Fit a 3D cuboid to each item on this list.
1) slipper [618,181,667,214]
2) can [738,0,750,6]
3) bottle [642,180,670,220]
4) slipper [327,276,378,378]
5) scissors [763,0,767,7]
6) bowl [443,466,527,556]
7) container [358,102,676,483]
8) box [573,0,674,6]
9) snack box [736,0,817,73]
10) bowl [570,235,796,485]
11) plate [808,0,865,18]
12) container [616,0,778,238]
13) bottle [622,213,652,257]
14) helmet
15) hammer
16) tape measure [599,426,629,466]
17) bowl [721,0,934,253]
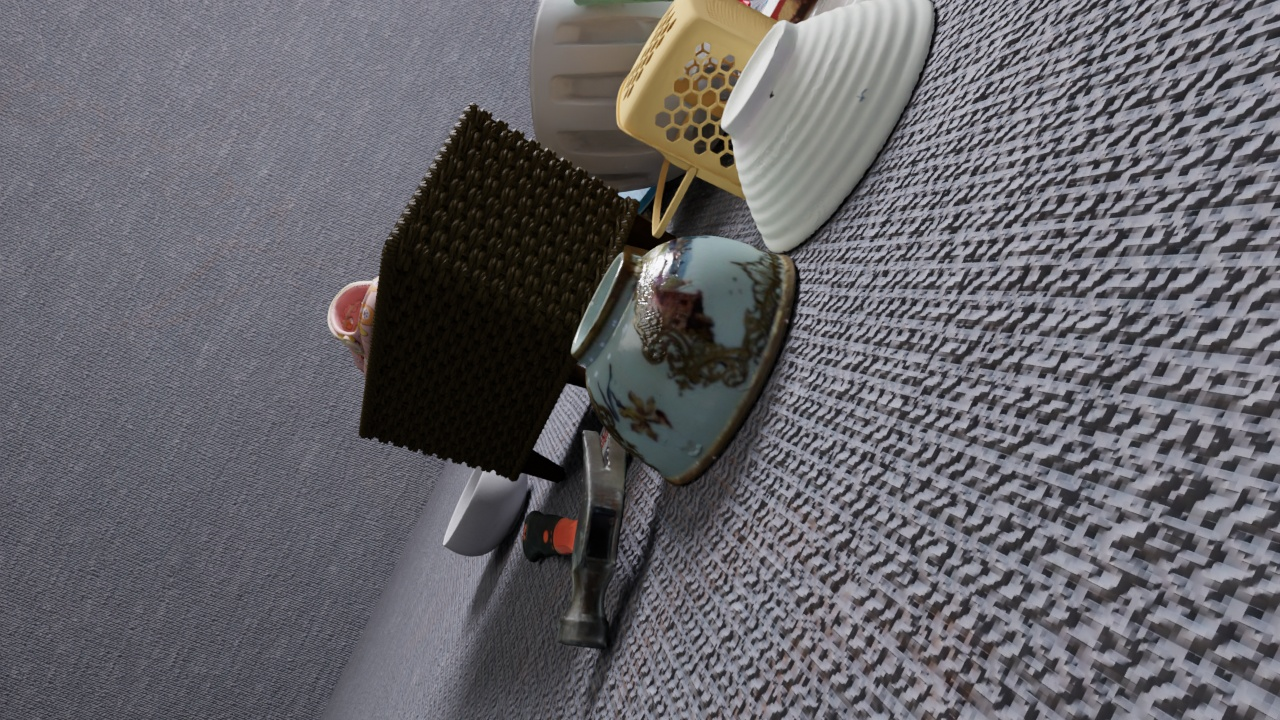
[{"bbox_3d":[-0.027,-0.220,1.090,0.118,0.060,0.294,18,58,37],"label":"slipper"},{"bbox_3d":[0.084,-0.421,1.210,0.143,0.074,0.074,-55,14,36],"label":"can"},{"bbox_3d":[0.014,-0.245,1.182,0.056,0.056,0.160,-46,21,56],"label":"bottle"},{"bbox_3d":[-0.282,-0.039,0.944,0.198,0.081,0.093,136,155,-69],"label":"slipper"},{"bbox_3d":[0.174,-0.457,1.038,0.127,0.014,0.129,-62,7,3],"label":"scissors"},{"bbox_3d":[-0.174,0.169,1.082,0.132,0.064,0.131,-59,12,20],"label":"bowl"},{"bbox_3d":[-0.118,-0.030,0.840,0.322,0.205,0.176,122,169,-55],"label":"container"},{"bbox_3d":[0.033,-0.363,0.777,0.078,0.187,0.110,-76,-13,-53],"label":"box"},{"bbox_3d":[0.169,-0.367,0.792,0.274,0.044,0.076,-58,12,31],"label":"snack box"},{"bbox_3d":[0.014,-0.014,0.568,0.160,0.094,0.159,-60,11,20],"label":"bowl"},{"bbox_3d":[0.157,-0.276,0.711,0.157,0.014,0.156,-60,12,21],"label":"plate"},{"bbox_3d":[0.045,-0.198,0.744,0.183,0.129,0.167,-82,18,-58],"label":"container"},{"bbox_3d":[-0.043,-0.080,1.041,0.210,0.068,0.067,-50,18,51],"label":"bottle"},{"bbox_3d":[-0.014,-0.283,0.923,0.281,0.184,0.224,-16,-71,-50],"label":"helmet"},{"bbox_3d":[-0.062,0.134,0.705,0.334,0.033,0.133,143,136,-72],"label":"hammer"},{"bbox_3d":[-0.022,0.071,0.726,0.062,0.020,0.060,-103,36,-74],"label":"tape measure"},{"bbox_3d":[0.099,-0.162,0.575,0.178,0.071,0.177,-59,13,21],"label":"bowl"}]
